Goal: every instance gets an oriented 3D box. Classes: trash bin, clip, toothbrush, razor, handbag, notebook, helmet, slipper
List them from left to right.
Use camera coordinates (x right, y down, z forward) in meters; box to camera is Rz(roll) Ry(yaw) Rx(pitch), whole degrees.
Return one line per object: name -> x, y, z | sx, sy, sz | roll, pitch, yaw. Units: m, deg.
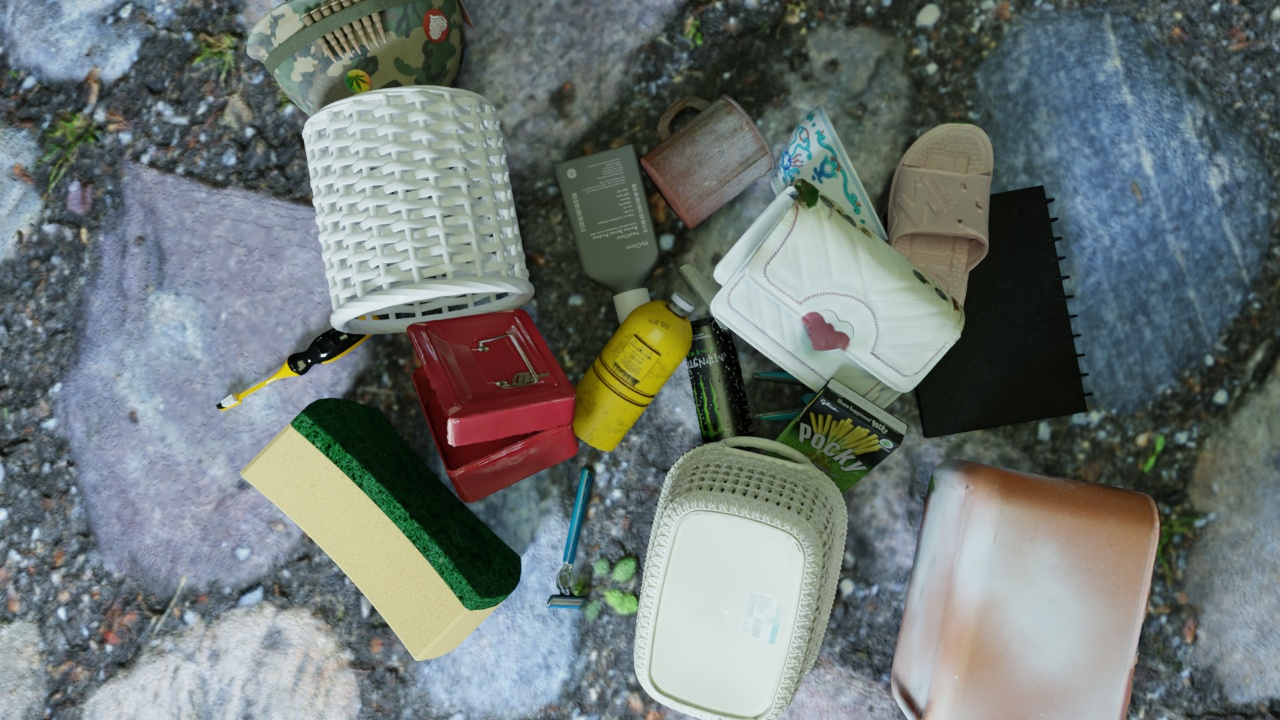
toothbrush -> -0.356, 0.004, 0.954 | 0.197, 0.031, 0.031 | -28, 81, 6
helmet -> -0.272, -0.341, 0.876 | 0.225, 0.192, 0.236 | -34, 111, 21
razor -> -0.067, 0.180, 0.936 | 0.042, 0.022, 0.144 | 14, 83, -34
clip -> 0.083, -0.069, 0.919 | 0.054, 0.101, 0.040 | -4, 132, -27
handbag -> 0.177, -0.053, 0.835 | 0.198, 0.096, 0.142 | 34, 121, -10
slipper -> 0.287, -0.118, 0.893 | 0.094, 0.064, 0.239 | 10, 90, 5
notebook -> 0.351, -0.050, 0.926 | 0.169, 0.019, 0.231 | -10, 87, 3
trash bin -> 0.336, 0.224, 0.836 | 0.157, 0.181, 0.259 | 13, 89, 5

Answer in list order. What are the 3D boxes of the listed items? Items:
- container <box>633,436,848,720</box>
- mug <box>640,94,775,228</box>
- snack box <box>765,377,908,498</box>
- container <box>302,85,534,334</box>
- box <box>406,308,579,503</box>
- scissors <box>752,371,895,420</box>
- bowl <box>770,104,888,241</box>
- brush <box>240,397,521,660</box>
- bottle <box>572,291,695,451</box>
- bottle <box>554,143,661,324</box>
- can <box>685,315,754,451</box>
container -> 0.086, 0.207, 0.840 | 0.185, 0.143, 0.252 | 12, 101, 10
mug -> 0.057, -0.208, 0.916 | 0.110, 0.096, 0.123 | -35, 67, -3
snack box -> 0.179, 0.081, 0.868 | 0.080, 0.148, 0.025 | 33, 57, 4
container -> -0.211, -0.135, 0.872 | 0.189, 0.189, 0.186 | -11, 86, 2
box -> -0.140, 0.038, 0.870 | 0.135, 0.157, 0.117 | -13, 130, -19
scissors -> 0.180, 0.038, 0.926 | 0.130, 0.019, 0.150 | 44, 81, 1
bowl -> 0.173, -0.164, 0.886 | 0.074, 0.143, 0.144 | -26, 86, 16
brush -> -0.229, 0.149, 0.856 | 0.075, 0.195, 0.250 | -45, 86, 0
bottle -> -0.005, 0.005, 0.893 | 0.071, 0.071, 0.164 | 38, 105, 4
bottle -> -0.025, -0.123, 0.933 | 0.084, 0.046, 0.174 | -15, 87, 2
can -> 0.077, 0.026, 0.918 | 0.054, 0.054, 0.137 | -11, 87, 2
